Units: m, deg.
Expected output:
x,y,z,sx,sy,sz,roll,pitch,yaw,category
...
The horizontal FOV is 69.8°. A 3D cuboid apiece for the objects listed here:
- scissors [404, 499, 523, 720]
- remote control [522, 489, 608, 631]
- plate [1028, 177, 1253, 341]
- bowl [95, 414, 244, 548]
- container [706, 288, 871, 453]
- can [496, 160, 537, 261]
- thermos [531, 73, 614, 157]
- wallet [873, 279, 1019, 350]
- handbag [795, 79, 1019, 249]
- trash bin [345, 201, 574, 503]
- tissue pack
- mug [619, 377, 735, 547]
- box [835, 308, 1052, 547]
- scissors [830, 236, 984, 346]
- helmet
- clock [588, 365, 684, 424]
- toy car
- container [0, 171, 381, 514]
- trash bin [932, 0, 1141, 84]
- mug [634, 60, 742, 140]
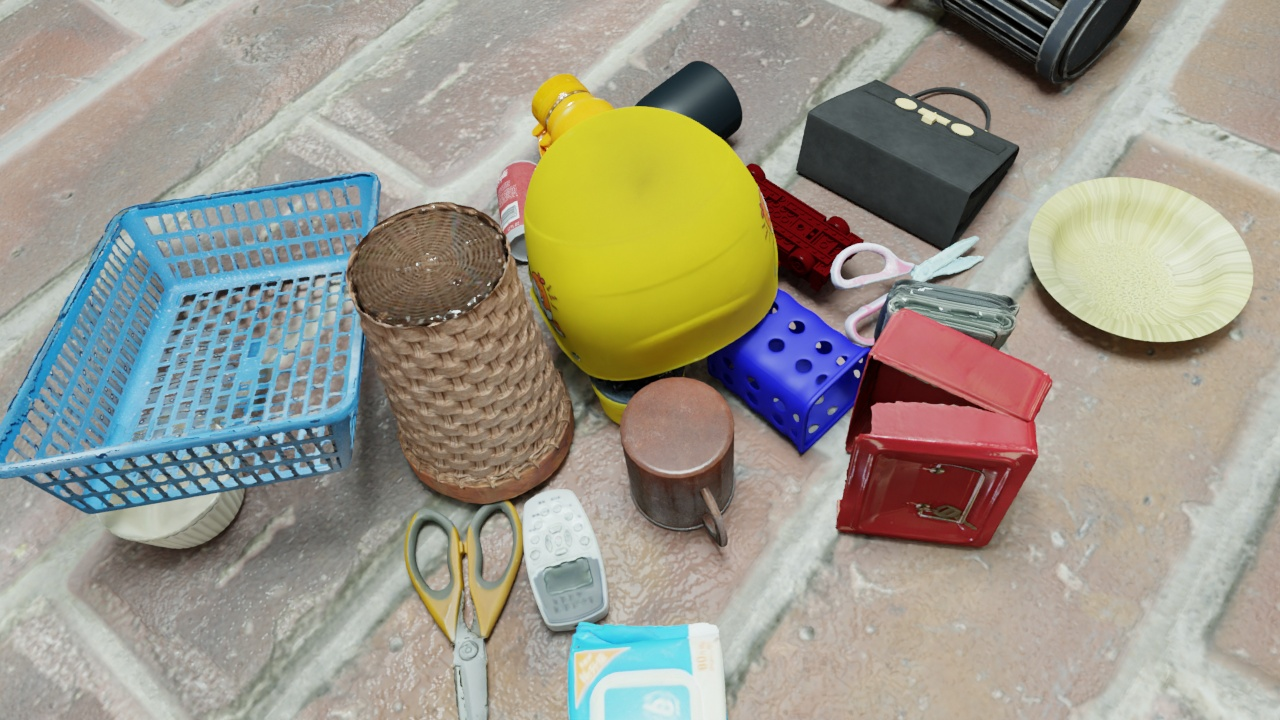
x,y,z,sx,sy,sz,roll,pitch,yaw,category
-0.145,0.213,0.717,0.114,0.016,0.228,-4,57,2,scissors
-0.062,0.158,0.737,0.060,0.028,0.114,-14,59,-3,remote control
0.444,-0.085,0.831,0.184,0.036,0.184,-3,58,4,plate
-0.391,0.109,0.780,0.115,0.062,0.115,-3,58,4,bowl
0.123,0.002,0.782,0.084,0.085,0.113,-40,62,-18,container
-0.114,-0.150,0.917,0.054,0.054,0.096,-11,58,-1,can
-0.030,-0.185,0.904,0.091,0.076,0.232,-32,67,-14,thermos
0.244,-0.015,0.753,0.100,0.132,0.054,8,63,12,wallet
0.291,-0.227,0.930,0.176,0.072,0.195,35,57,23,handbag
-0.140,-0.001,0.728,0.151,0.210,0.151,-3,53,4,trash bin
0.009,0.280,0.636,0.117,0.066,0.209,-5,56,2,tissue pack
0.038,0.088,0.726,0.096,0.110,0.123,-29,60,-6,mug
0.226,0.054,0.700,0.137,0.157,0.126,10,56,10,box
0.246,-0.090,0.836,0.178,0.016,0.101,-30,104,-17,scissors
-0.002,-0.117,0.727,0.209,0.140,0.240,-23,68,-3,helmet
-0.005,0.005,0.809,0.083,0.057,0.118,-15,59,-3,clock
0.124,-0.127,0.874,0.170,0.062,0.070,39,69,25,toy car
-0.349,-0.025,0.787,0.257,0.089,0.361,-10,40,-4,container
0.396,-0.411,0.968,0.164,0.164,0.227,-37,66,-17,trash bin
0.031,-0.250,0.955,0.094,0.085,0.122,-40,35,-18,mug
